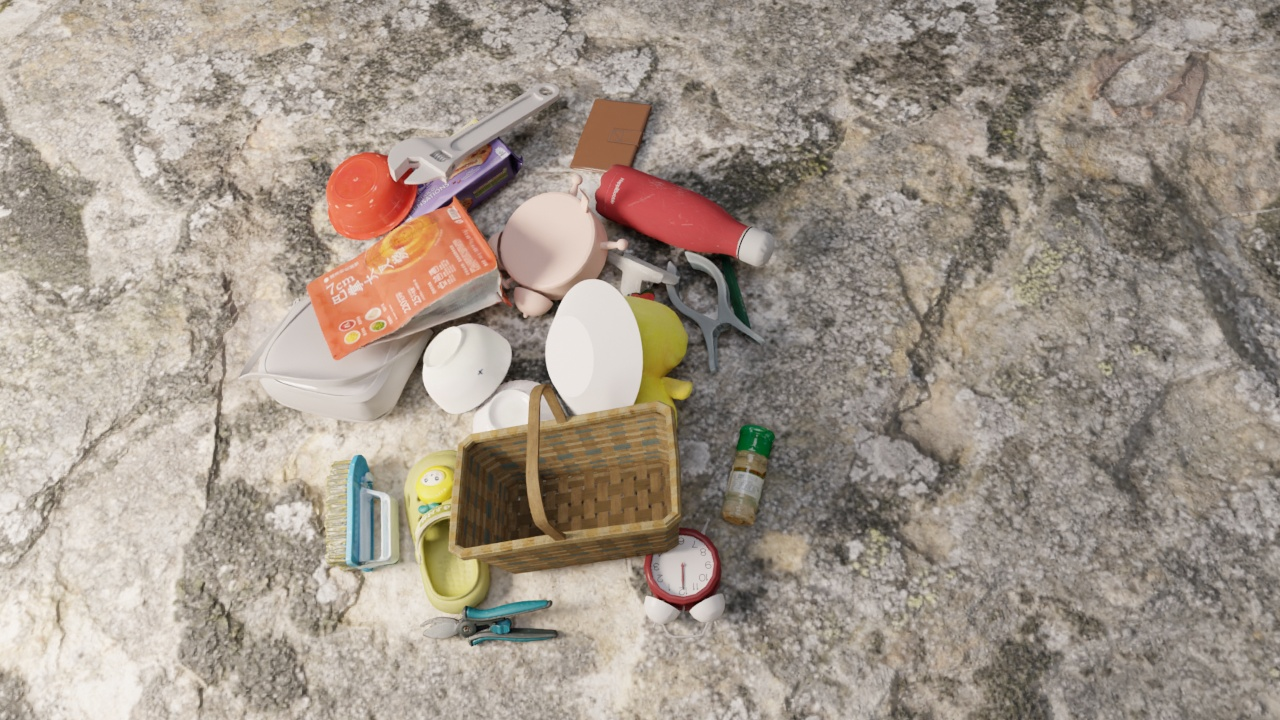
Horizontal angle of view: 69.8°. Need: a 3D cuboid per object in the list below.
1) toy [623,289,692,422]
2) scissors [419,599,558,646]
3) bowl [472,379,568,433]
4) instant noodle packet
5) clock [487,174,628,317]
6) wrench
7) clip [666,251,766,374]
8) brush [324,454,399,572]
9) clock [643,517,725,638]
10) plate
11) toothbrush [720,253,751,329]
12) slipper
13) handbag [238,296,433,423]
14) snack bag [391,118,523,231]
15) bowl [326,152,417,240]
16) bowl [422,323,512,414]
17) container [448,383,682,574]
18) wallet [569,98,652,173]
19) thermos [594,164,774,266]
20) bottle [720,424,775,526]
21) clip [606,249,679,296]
[{"bbox_3d":[-0.006,0.006,1.084,0.134,0.092,0.207,-16,73,15],"label":"toy"},{"bbox_3d":[-0.160,0.291,1.004,0.150,0.019,0.131,38,104,-10],"label":"scissors"},{"bbox_3d":[-0.146,0.072,1.084,0.118,0.062,0.118,-2,66,5],"label":"bowl"},{"bbox_3d":[-0.292,-0.095,1.126,0.220,0.084,0.164,-25,48,-13],"label":"instant noodle packet"},{"bbox_3d":[-0.115,-0.146,1.155,0.161,0.086,0.131,-39,66,13],"label":"clock"},{"bbox_3d":[-0.217,-0.308,1.218,0.087,0.018,0.272,35,58,22],"label":"wrench"},{"bbox_3d":[0.098,-0.073,1.129,0.106,0.028,0.163,-28,65,8],"label":"clip"},{"bbox_3d":[-0.320,0.173,1.062,0.075,0.055,0.135,-11,65,6],"label":"brush"},{"bbox_3d":[0.047,0.238,1.000,0.087,0.044,0.124,-3,65,5],"label":"clock"},{"bbox_3d":[-0.068,-0.006,1.057,0.036,0.174,0.174,-6,58,-40],"label":"plate"},{"bbox_3d":[0.111,-0.118,1.165,0.016,0.017,0.189,-13,65,0],"label":"toothbrush"},{"bbox_3d":[-0.224,0.188,1.033,0.091,0.082,0.190,-16,68,2],"label":"slipper"},{"bbox_3d":[-0.372,-0.040,1.151,0.216,0.096,0.222,11,56,9],"label":"handbag"},{"bbox_3d":[-0.262,-0.233,1.236,0.205,0.058,0.096,-38,63,-7],"label":"snack bag"},{"bbox_3d":[-0.360,-0.223,1.195,0.131,0.045,0.130,-6,67,13],"label":"bowl"},{"bbox_3d":[-0.216,0.001,1.097,0.114,0.063,0.113,-25,42,24],"label":"bowl"},{"bbox_3d":[-0.081,0.124,0.961,0.250,0.186,0.157,-11,54,11],"label":"container"},{"bbox_3d":[-0.040,-0.309,1.268,0.087,0.013,0.120,11,68,16],"label":"wallet"},{"bbox_3d":[0.057,-0.178,1.157,0.240,0.073,0.073,25,71,21],"label":"thermos"},{"bbox_3d":[0.122,0.130,1.040,0.043,0.043,0.110,12,69,11],"label":"bottle"},{"bbox_3d":[-0.001,-0.105,1.158,0.057,0.054,0.102,-38,47,-26],"label":"clip"}]
